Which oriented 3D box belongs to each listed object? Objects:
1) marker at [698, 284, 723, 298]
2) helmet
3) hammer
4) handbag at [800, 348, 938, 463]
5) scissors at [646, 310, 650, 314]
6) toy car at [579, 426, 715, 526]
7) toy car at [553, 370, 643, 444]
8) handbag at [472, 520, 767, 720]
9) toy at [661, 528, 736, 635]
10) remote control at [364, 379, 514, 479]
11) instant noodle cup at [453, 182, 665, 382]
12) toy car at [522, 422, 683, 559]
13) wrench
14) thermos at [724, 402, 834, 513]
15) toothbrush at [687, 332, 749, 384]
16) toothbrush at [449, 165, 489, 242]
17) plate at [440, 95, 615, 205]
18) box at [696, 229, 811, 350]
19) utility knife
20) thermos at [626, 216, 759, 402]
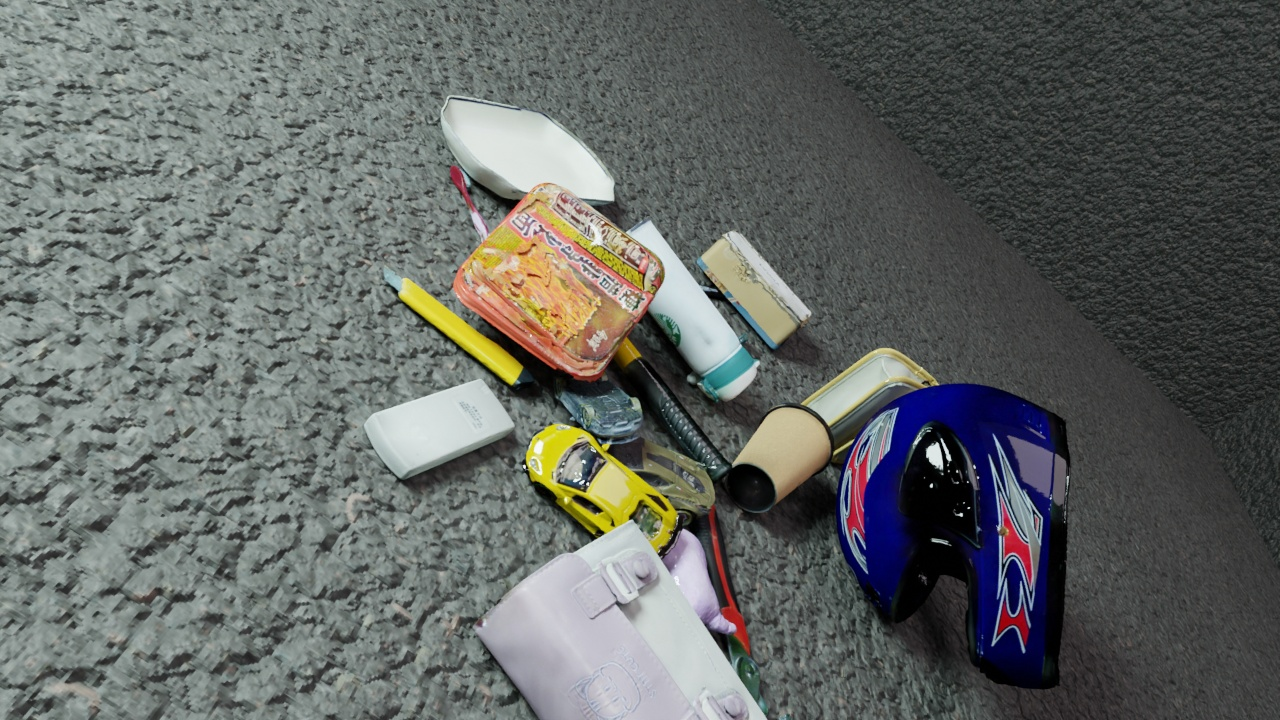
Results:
[{"bbox_3d":[0.075,-0.095,1.219,0.123,0.015,0.018,3,58,-52],"label":"marker"},{"bbox_3d":[0.337,0.182,1.008,0.247,0.241,0.315,41,54,-60],"label":"helmet"},{"bbox_3d":[-0.006,0.006,0.979,0.300,0.033,0.128,52,32,13],"label":"hammer"},{"bbox_3d":[0.307,0.078,1.162,0.178,0.164,0.063,26,39,-31],"label":"handbag"},{"bbox_3d":[-0.053,-0.118,1.086,0.169,0.019,0.177,4,53,-50],"label":"scissors"},{"bbox_3d":[0.004,0.106,0.877,0.158,0.042,0.070,25,36,-24],"label":"toy car"},{"bbox_3d":[-0.041,0.042,0.865,0.054,0.037,0.120,-9,27,-25],"label":"toy car"},{"bbox_3d":[-0.009,0.232,0.672,0.144,0.099,0.197,-21,71,-51],"label":"handbag"},{"bbox_3d":[0.043,0.196,0.824,0.083,0.039,0.108,19,38,-38],"label":"toy"},{"bbox_3d":[-0.162,0.054,0.753,0.056,0.019,0.134,53,31,9],"label":"remote control"},{"bbox_3d":[-0.081,-0.068,0.898,0.164,0.079,0.188,37,51,-3],"label":"instant noodle cup"},{"bbox_3d":[-0.034,0.116,0.798,0.156,0.041,0.071,42,58,-5],"label":"toy car"},{"bbox_3d":[0.084,0.226,0.862,0.056,0.016,0.273,18,41,-39],"label":"wrench"},{"bbox_3d":[0.153,0.109,1.018,0.093,0.093,0.142,50,39,4],"label":"thermos"},{"bbox_3d":[0.099,-0.004,1.142,0.016,0.018,0.191,50,31,4],"label":"toothbrush"},{"bbox_3d":[-0.165,-0.137,0.974,0.017,0.016,0.187,14,42,-56],"label":"toothbrush"},{"bbox_3d":[-0.134,-0.241,1.103,0.162,0.034,0.265,53,29,16],"label":"plate"},{"bbox_3d":[0.164,-0.096,1.277,0.184,0.062,0.089,52,23,4],"label":"box"},{"bbox_3d":[-0.169,-0.028,0.844,0.173,0.015,0.033,39,26,-10],"label":"utility knife"},{"bbox_3d":[0.048,-0.053,1.051,0.224,0.073,0.073,53,31,-5],"label":"thermos"}]
